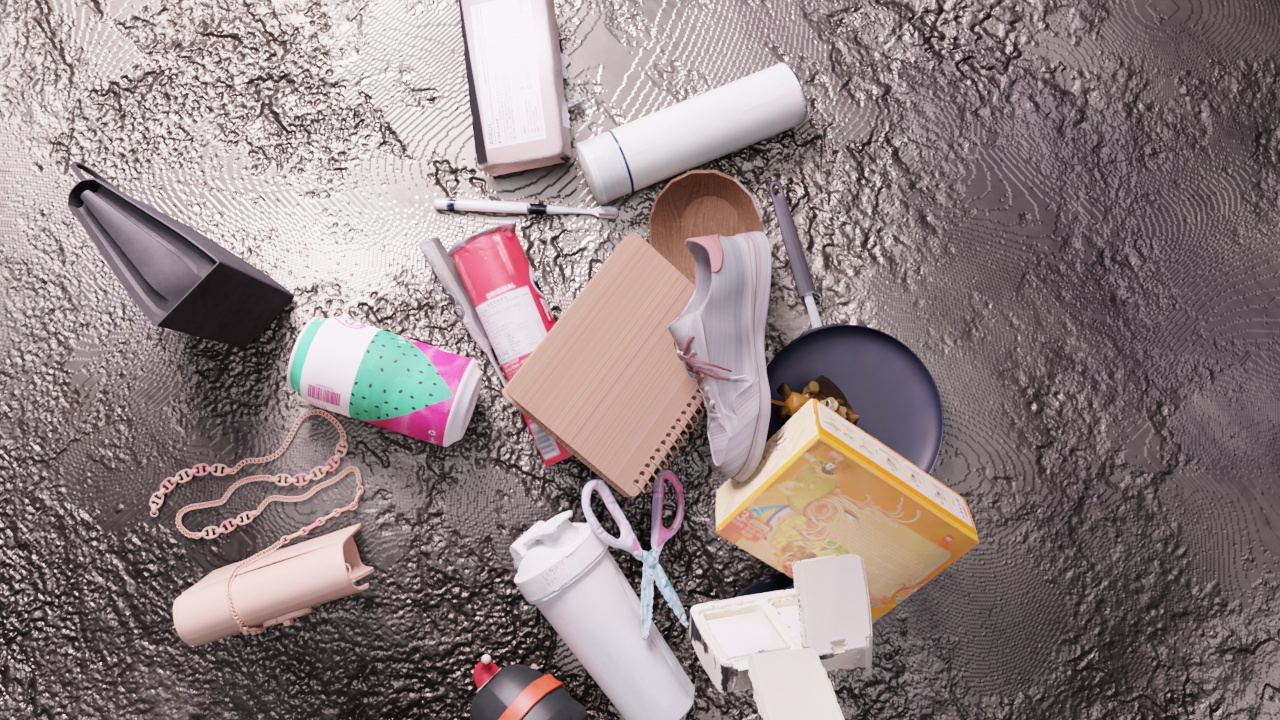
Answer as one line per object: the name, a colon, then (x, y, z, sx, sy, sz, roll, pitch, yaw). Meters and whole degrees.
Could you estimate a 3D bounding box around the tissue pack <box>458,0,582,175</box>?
tissue pack: (-0.118, -0.281, 0.920, 0.104, 0.071, 0.181, -9, 85, 10)

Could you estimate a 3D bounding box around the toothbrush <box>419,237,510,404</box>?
toothbrush: (-0.168, -0.038, 0.917, 0.024, 0.022, 0.185, -28, 89, -38)

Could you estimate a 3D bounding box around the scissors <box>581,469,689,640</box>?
scissors: (-0.004, 0.176, 0.871, 0.158, 0.014, 0.172, 26, 58, -32)

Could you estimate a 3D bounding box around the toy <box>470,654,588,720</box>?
toy: (-0.114, 0.338, 0.867, 0.119, 0.097, 0.099, 37, 84, 21)

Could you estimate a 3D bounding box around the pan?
pan: (0.188, -0.013, 0.942, 0.198, 0.021, 0.356, -17, 89, -5)

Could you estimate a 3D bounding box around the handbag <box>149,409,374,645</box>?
handbag: (-0.361, 0.156, 0.843, 0.198, 0.116, 0.187, -18, 88, -5)

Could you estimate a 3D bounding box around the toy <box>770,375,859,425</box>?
toy: (0.162, 0.047, 0.892, 0.100, 0.063, 0.076, 18, 67, -21)

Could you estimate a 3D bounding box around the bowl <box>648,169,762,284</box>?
bowl: (0.068, -0.133, 0.921, 0.118, 0.030, 0.118, 5, 107, 18)

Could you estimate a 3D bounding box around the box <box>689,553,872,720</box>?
box: (0.134, 0.222, 0.751, 0.143, 0.194, 0.101, -7, 109, -15)

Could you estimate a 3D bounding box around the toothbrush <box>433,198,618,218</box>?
toothbrush: (-0.115, -0.155, 0.930, 0.187, 0.017, 0.012, 2, 83, -4)

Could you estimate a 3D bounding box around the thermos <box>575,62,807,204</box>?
thermos: (0.050, -0.228, 0.922, 0.230, 0.068, 0.068, -24, 89, -5)

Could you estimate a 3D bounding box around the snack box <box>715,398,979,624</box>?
snack box: (0.189, 0.142, 0.866, 0.195, 0.080, 0.145, 33, 119, -15)

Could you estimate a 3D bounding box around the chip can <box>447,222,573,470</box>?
chip can: (-0.108, -0.013, 0.895, 0.073, 0.073, 0.233, -24, 90, -6)

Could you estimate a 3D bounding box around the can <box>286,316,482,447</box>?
can: (-0.241, 0.019, 0.874, 0.166, 0.088, 0.088, 18, 85, -3)

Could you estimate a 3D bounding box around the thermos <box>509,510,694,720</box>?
thermos: (-0.039, 0.250, 0.878, 0.099, 0.099, 0.220, -34, 94, -6)

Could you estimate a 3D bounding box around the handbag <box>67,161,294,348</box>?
handbag: (-0.437, -0.112, 0.827, 0.196, 0.176, 0.072, 43, 85, 2)

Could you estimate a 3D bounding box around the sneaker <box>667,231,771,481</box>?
sneaker: (0.066, -0.007, 0.852, 0.089, 0.099, 0.236, 3, 83, -12)

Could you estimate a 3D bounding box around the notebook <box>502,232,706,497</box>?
notebook: (-0.005, 0.005, 0.885, 0.169, 0.022, 0.210, 41, 67, -11)

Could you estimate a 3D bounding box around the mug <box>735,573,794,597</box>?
mug: (0.125, 0.262, 0.904, 0.105, 0.071, 0.077, -21, 88, 21)
